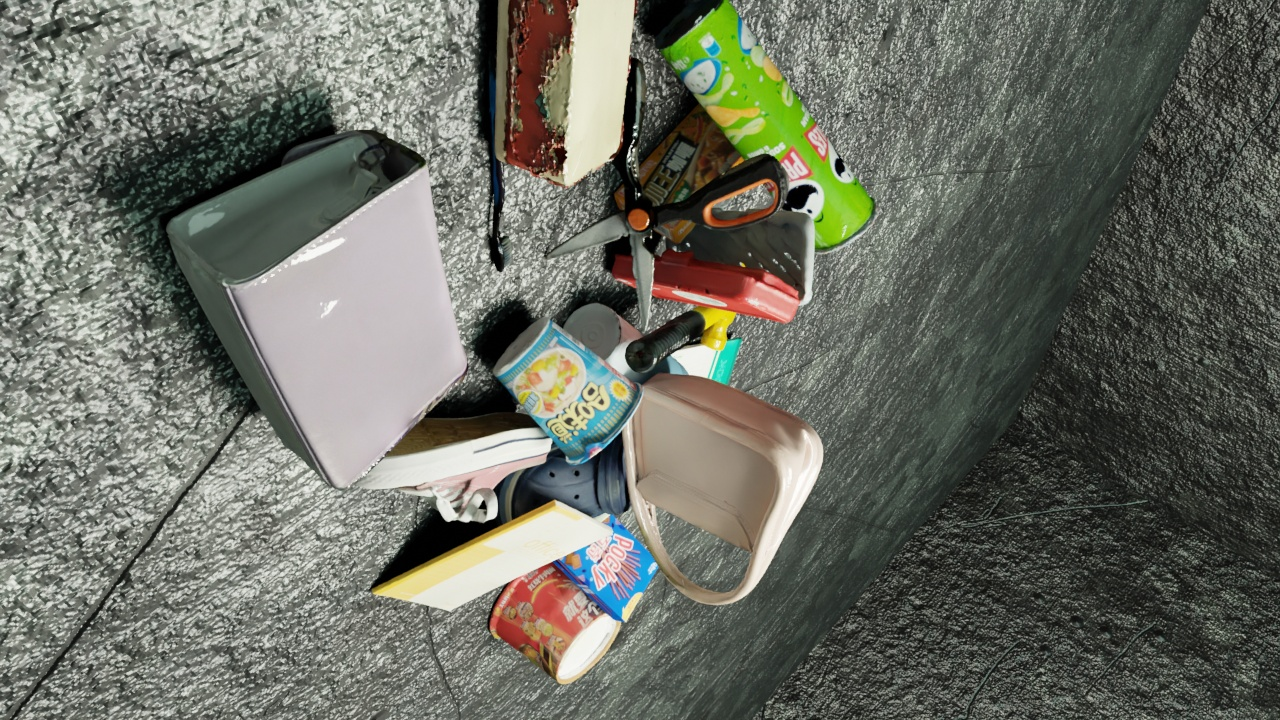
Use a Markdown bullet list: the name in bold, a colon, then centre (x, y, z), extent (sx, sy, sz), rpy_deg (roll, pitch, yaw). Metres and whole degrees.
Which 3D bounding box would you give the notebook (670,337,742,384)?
- **notebook**: centre (0.054, 0.072, 1.155), extent (0.150, 0.012, 0.209), rpy_deg (-10, 124, -48)

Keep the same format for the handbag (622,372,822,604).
- **handbag**: centre (0.067, 0.142, 0.922), extent (0.093, 0.193, 0.234), rpy_deg (-18, 123, -49)

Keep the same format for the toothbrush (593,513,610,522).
- **toothbrush**: centre (-0.021, 0.163, 1.067), extent (0.189, 0.029, 0.020), rpy_deg (-29, 128, -50)

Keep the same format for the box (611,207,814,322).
- **box**: centre (0.070, -0.099, 0.836), extent (0.095, 0.202, 0.100), rpy_deg (20, 87, -37)

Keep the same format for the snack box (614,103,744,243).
- **snack box**: centre (0.053, -0.181, 0.838), extent (0.153, 0.075, 0.026), rpy_deg (-48, 152, -12)

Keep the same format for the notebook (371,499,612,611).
- **notebook**: centre (-0.143, 0.200, 0.924), extent (0.206, 0.010, 0.146), rpy_deg (-26, 153, 9)

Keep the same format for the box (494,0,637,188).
- **box**: centre (-0.046, -0.211, 0.639), extent (0.091, 0.077, 0.169), rpy_deg (-45, 152, -44)

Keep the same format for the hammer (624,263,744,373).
- **hammer**: centre (0.056, -0.040, 0.966), extent (0.299, 0.033, 0.129), rpy_deg (-34, 145, -63)

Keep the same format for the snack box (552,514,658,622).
- **snack box**: centre (-0.050, 0.221, 1.060), extent (0.157, 0.026, 0.084), rpy_deg (49, 57, -22)

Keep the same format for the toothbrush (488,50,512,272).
- **toothbrush**: centre (-0.107, -0.146, 0.700), extent (0.016, 0.014, 0.190), rpy_deg (-34, 145, -35)

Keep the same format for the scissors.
- **scissors**: centre (0.014, -0.133, 0.752), extent (0.021, 0.221, 0.233), rpy_deg (-47, 133, -58)

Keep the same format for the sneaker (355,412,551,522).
- **sneaker**: centre (-0.159, 0.097, 0.797), extent (0.240, 0.118, 0.088), rpy_deg (-2, 103, -62)

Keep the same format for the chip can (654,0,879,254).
- **chip can**: centre (0.110, -0.197, 0.782), extent (0.072, 0.072, 0.236), rpy_deg (-49, 114, -11)

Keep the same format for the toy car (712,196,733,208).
- **toy car**: centre (0.082, -0.195, 0.913), extent (0.048, 0.031, 0.106), rpy_deg (-30, 147, -37)

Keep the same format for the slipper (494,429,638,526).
- **slipper**: centre (-0.045, 0.130, 0.989), extent (0.252, 0.095, 0.105), rpy_deg (-25, 118, -44)

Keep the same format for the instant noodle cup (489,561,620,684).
- **instant noodle cup**: centre (-0.097, 0.314, 1.117), extent (0.137, 0.108, 0.138), rpy_deg (-37, 147, -30)

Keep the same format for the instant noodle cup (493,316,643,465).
- **instant noodle cup**: centre (-0.069, 0.022, 0.821), extent (0.099, 0.110, 0.099), rpy_deg (-41, -163, 15)

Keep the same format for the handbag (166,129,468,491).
- **handbag**: centre (-0.194, -0.033, 0.600), extent (0.144, 0.098, 0.197), rpy_deg (-37, 146, -27)

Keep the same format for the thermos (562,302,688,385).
- **thermos**: centre (-0.006, 0.006, 0.963), extent (0.070, 0.070, 0.220), rpy_deg (-54, 151, 0)
